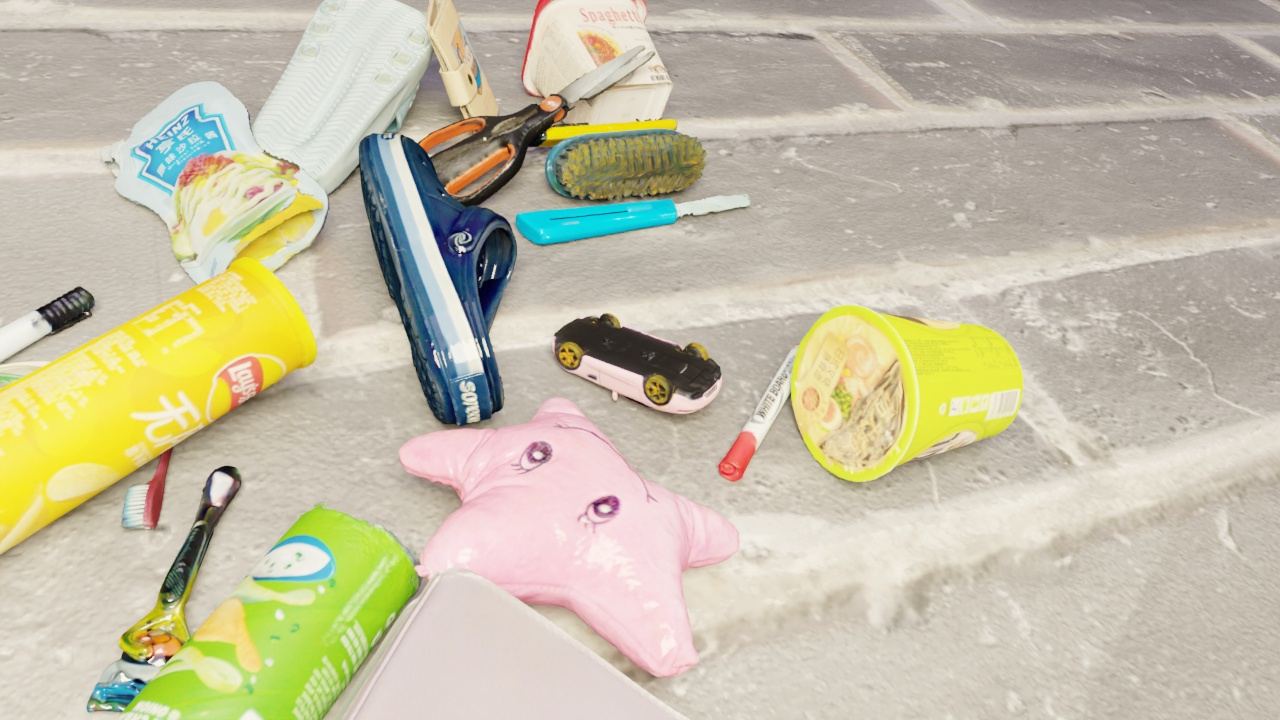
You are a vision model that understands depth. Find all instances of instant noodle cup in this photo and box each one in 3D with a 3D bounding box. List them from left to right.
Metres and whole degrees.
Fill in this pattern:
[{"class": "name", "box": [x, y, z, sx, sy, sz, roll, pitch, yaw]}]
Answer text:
[{"class": "instant noodle cup", "box": [-0.037, -0.269, 0.860, 0.116, 0.117, 0.124, -12, 60, -27]}, {"class": "instant noodle cup", "box": [0.182, 0.018, 0.609, 0.123, 0.112, 0.111, -3, 44, -31]}]

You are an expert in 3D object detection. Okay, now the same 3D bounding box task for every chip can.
[{"class": "chip can", "box": [-0.275, 0.026, 0.470, 0.072, 0.072, 0.212, 35, 53, 22]}, {"class": "chip can", "box": [-0.180, 0.161, 0.370, 0.072, 0.072, 0.235, 23, 41, 9]}]

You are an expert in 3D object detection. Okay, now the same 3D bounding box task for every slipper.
[{"class": "slipper", "box": [-0.245, -0.219, 0.773, 0.104, 0.074, 0.244, 16, 57, 1]}, {"class": "slipper", "box": [-0.126, -0.069, 0.610, 0.095, 0.105, 0.252, -12, 50, -17]}]

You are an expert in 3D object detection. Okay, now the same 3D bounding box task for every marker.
[{"class": "marker", "box": [-0.378, -0.004, 0.535, 0.018, 0.023, 0.130, 18, 43, 21]}, {"class": "marker", "box": [0.088, 0.031, 0.627, 0.017, 0.017, 0.144, 26, 43, 13]}]

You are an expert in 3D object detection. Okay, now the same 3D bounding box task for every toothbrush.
[{"class": "toothbrush", "box": [-0.276, 0.023, 0.538, 0.017, 0.016, 0.187, -7, 45, -8]}]

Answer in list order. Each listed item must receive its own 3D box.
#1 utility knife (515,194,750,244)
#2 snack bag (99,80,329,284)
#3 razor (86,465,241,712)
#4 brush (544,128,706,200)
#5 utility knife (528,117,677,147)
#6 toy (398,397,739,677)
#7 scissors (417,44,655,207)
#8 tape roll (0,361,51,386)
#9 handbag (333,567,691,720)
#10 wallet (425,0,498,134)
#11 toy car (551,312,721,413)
[{"class": "utility knife", "box": [0.004, -0.124, 0.775, 0.224, 0.018, 0.034, -13, 47, -29]}, {"class": "snack bag", "box": [-0.312, -0.133, 0.665, 0.110, 0.039, 0.191, -45, 65, -7]}, {"class": "razor", "box": [-0.225, 0.105, 0.456, 0.042, 0.022, 0.142, 9, 41, -9]}, {"class": "brush", "box": [-0.018, -0.172, 0.796, 0.143, 0.055, 0.073, -12, 24, -27]}, {"class": "utility knife", "box": [-0.032, -0.204, 0.816, 0.156, 0.015, 0.033, -12, 4, -26]}, {"class": "toy", "box": [-0.039, 0.089, 0.480, 0.194, 0.075, 0.178, 37, 32, 27]}, {"class": "scissors", "box": [-0.095, -0.215, 0.775, 0.152, 0.022, 0.234, 24, 65, 27]}, {"class": "tape roll", "box": [-0.344, 0.034, 0.506, 0.086, 0.014, 0.085, 8, 42, -7]}, {"class": "handbag", "box": [-0.069, 0.199, 0.338, 0.145, 0.099, 0.196, 32, 41, -5]}, {"class": "wallet", "box": [-0.157, -0.253, 0.804, 0.024, 0.115, 0.087, -15, 42, 7]}, {"class": "toy car", "box": [-0.004, 0.004, 0.619, 0.122, 0.037, 0.056, 21, 38, 27]}]
